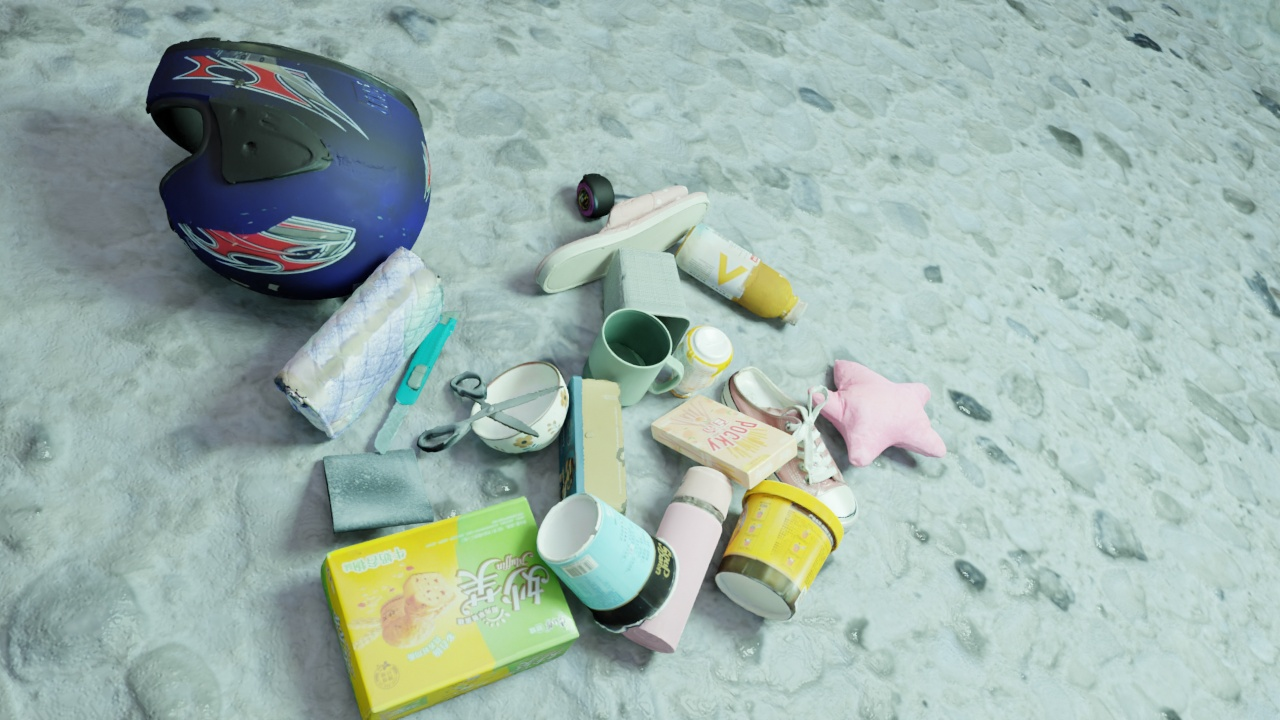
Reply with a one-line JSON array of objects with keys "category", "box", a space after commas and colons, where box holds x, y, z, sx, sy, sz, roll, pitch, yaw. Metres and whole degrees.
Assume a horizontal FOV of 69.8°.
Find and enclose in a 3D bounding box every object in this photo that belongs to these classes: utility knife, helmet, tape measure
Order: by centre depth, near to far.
[{"category": "helmet", "box": [-0.392, -0.191, 0.998, 0.315, 0.247, 0.240, 12, 77, 1]}, {"category": "utility knife", "box": [-0.253, 0.018, 1.044, 0.029, 0.013, 0.216, 18, 52, -1]}, {"category": "tape measure", "box": [-0.060, -0.224, 1.251, 0.039, 0.057, 0.058, -14, 56, -29]}]

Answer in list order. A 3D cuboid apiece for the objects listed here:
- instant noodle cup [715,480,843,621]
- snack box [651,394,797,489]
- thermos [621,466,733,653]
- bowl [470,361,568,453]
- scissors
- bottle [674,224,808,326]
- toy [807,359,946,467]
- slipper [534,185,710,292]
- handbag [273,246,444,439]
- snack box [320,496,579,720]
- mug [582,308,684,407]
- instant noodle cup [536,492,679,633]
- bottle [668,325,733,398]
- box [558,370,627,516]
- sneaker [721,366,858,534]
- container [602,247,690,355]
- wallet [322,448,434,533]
[{"category": "instant noodle cup", "box": [0.148, 0.213, 1.013, 0.118, 0.119, 0.114, 32, 60, 1]}, {"category": "snack box", "box": [0.096, 0.091, 1.071, 0.084, 0.026, 0.157, -30, 36, -33]}, {"category": "thermos", "box": [0.040, 0.213, 0.995, 0.067, 0.087, 0.198, 26, 60, -2]}, {"category": "bowl", "box": [-0.125, 0.061, 1.025, 0.062, 0.114, 0.113, 56, 42, -37]}, {"category": "scissors", "box": [-0.168, 0.057, 0.998, 0.159, 0.014, 0.181, -40, 40, -11]}, {"category": "bottle", "box": [0.139, -0.112, 1.245, 0.189, 0.068, 0.067, 33, 53, 2]}, {"category": "toy", "box": [0.309, 0.060, 1.197, 0.194, 0.075, 0.178, -5, 50, -27]}, {"category": "slipper", "box": [-0.025, -0.164, 1.195, 0.273, 0.114, 0.054, -27, 72, -26]}, {"category": "handbag", "box": [-0.292, -0.017, 0.964, 0.075, 0.134, 0.193, 36, 68, 1]}, {"category": "snack box", "box": [-0.186, 0.239, 0.895, 0.209, 0.070, 0.157, -13, 64, -27]}, {"category": "mug", "box": [-0.006, 0.006, 1.090, 0.111, 0.107, 0.082, 22, 53, -5]}, {"category": "instant noodle cup", "box": [-0.039, 0.194, 0.915, 0.120, 0.111, 0.111, 49, 44, -35]}, {"category": "bottle", "box": [0.068, 0.006, 1.117, 0.063, 0.109, 0.063, 10, 56, -16]}, {"category": "box", "box": [-0.056, 0.102, 1.022, 0.060, 0.090, 0.184, 4, 55, -17]}, {"category": "sneaker", "box": [0.188, 0.099, 1.114, 0.118, 0.088, 0.241, -20, 67, -30]}, {"category": "container", "box": [0.002, -0.075, 1.160, 0.090, 0.090, 0.114, 6, 53, -18]}, {"category": "wallet", "box": [-0.269, 0.131, 0.938, 0.097, 0.019, 0.121, -3, 31, -23]}]
